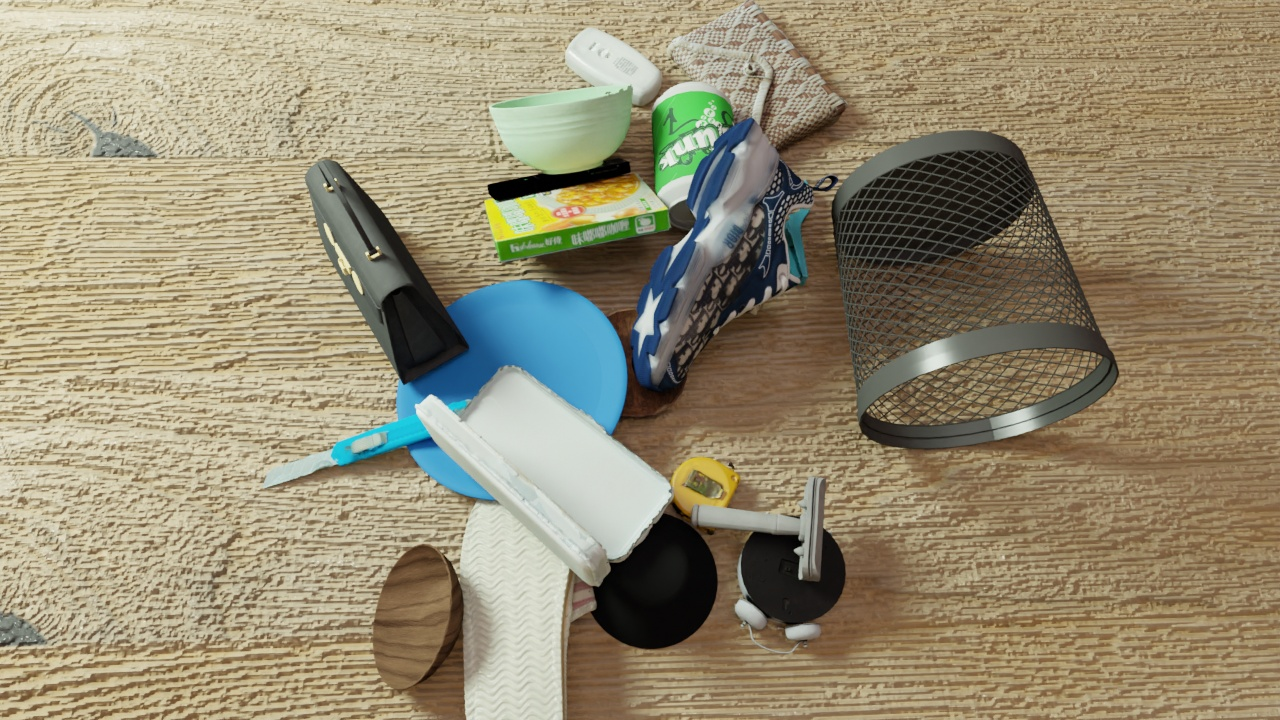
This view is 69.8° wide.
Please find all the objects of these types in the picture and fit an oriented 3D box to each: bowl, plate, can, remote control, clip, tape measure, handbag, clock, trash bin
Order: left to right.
[{"bbox_3d":[-0.247,-0.104,0.830,0.072,0.196,0.175,-31,65,-13],"label":"handbag"},{"bbox_3d":[-0.182,0.218,0.780,0.032,0.120,0.119,23,61,-40],"label":"bowl"},{"bbox_3d":[-0.122,0.027,0.879,0.224,0.024,0.224,-4,66,8],"label":"plate"},{"bbox_3d":[-0.086,-0.193,0.970,0.150,0.034,0.013,-14,113,-14],"label":"remote control"},{"bbox_3d":[-0.077,-0.239,0.954,0.151,0.151,0.077,-12,112,-8],"label":"bowl"},{"bbox_3d":[-0.029,-0.332,1.039,0.114,0.028,0.060,32,69,9],"label":"remote control"},{"bbox_3d":[-0.005,0.005,0.905,0.102,0.026,0.114,0,68,-4],"label":"bowl"},{"bbox_3d":[0.010,0.190,0.817,0.124,0.053,0.124,1,68,-3],"label":"bowl"},{"bbox_3d":[0.058,-0.214,0.965,0.088,0.088,0.139,-1,68,-4],"label":"can"},{"bbox_3d":[0.057,0.120,0.861,0.059,0.030,0.068,29,69,6],"label":"tape measure"},{"bbox_3d":[0.130,-0.319,1.034,0.124,0.047,0.185,-31,73,-16],"label":"handbag"},{"bbox_3d":[0.132,0.202,0.829,0.094,0.035,0.122,17,69,3],"label":"clock"},{"bbox_3d":[0.158,-0.149,0.979,0.122,0.033,0.120,42,68,13],"label":"clip"},{"bbox_3d":[0.291,-0.063,0.854,0.217,0.218,0.227,-3,64,-5],"label":"trash bin"}]

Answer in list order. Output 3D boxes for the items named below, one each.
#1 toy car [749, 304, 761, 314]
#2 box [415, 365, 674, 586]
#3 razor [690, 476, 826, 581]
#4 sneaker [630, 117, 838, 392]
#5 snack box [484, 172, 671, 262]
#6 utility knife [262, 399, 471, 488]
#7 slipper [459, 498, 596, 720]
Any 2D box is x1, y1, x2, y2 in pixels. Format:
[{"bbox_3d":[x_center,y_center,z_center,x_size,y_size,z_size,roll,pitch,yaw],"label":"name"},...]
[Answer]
[{"bbox_3d":[0.067,-0.071,0.936,0.113,0.039,0.039,28,90,7],"label":"toy car"},{"bbox_3d":[-0.084,0.082,0.774,0.210,0.105,0.129,34,71,15],"label":"box"},{"bbox_3d":[0.103,0.143,0.812,0.116,0.047,0.088,5,67,7],"label":"razor"},{"bbox_3d":[0.089,-0.083,0.872,0.132,0.103,0.269,25,87,-18],"label":"sneaker"},{"bbox_3d":[-0.067,-0.147,0.922,0.168,0.027,0.132,-12,29,-8],"label":"snack box"},{"bbox_3d":[-0.248,0.078,0.854,0.220,0.015,0.031,-20,62,1],"label":"utility knife"},{"bbox_3d":[-0.097,0.216,0.794,0.115,0.052,0.262,-6,55,5],"label":"slipper"}]
